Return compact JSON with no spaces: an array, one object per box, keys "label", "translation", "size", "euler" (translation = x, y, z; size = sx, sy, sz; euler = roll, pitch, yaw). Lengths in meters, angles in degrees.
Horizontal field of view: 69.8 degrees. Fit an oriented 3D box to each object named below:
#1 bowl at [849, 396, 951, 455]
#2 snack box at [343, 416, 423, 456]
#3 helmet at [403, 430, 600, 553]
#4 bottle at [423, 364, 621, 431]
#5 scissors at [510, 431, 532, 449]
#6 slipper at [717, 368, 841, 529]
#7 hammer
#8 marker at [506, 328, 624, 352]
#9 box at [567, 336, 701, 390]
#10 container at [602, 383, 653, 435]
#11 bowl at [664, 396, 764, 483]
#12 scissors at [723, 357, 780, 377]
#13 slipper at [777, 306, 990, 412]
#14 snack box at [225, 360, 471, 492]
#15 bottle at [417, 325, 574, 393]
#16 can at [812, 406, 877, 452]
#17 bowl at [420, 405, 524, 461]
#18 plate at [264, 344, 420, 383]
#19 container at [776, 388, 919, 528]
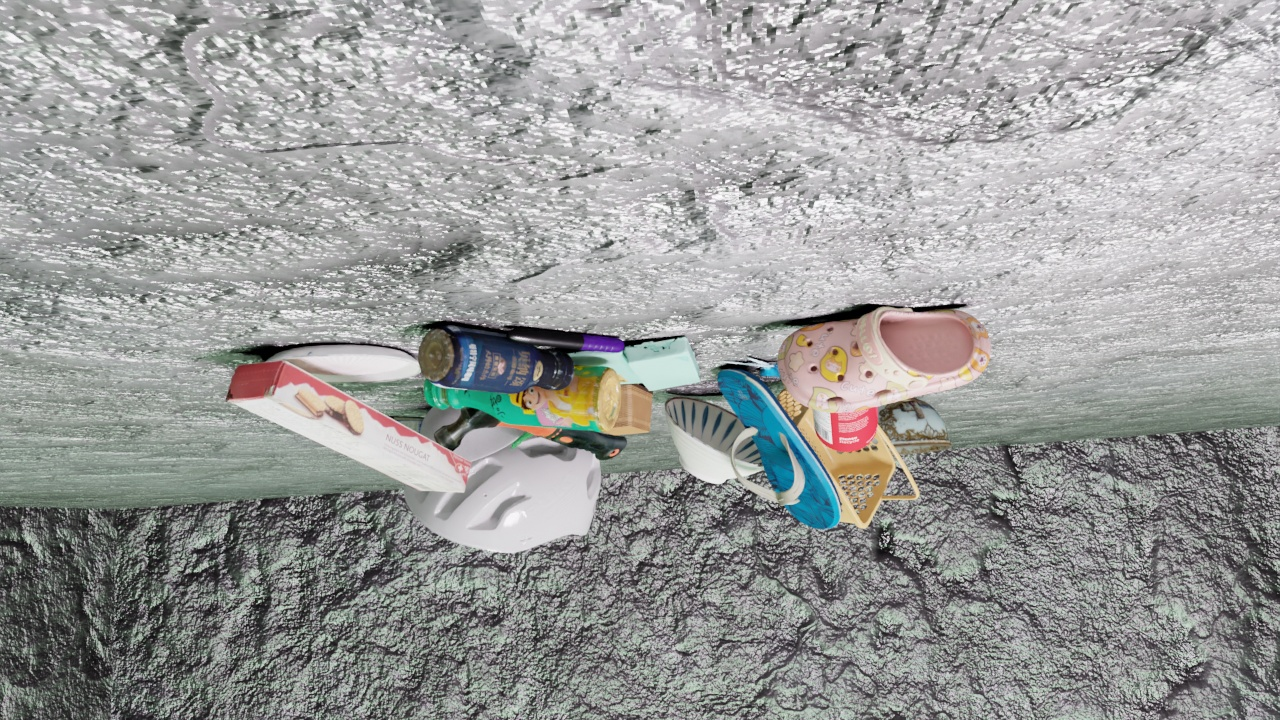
[{"label":"bowl","translation":[0.413,0.101,1.478],"size":[0.160,0.094,0.160],"euler":[-3,170,-1]},{"label":"snack box","translation":[-0.343,0.120,1.416],"size":[0.059,0.059,0.226],"euler":[-8,170,44]},{"label":"helmet","translation":[-0.193,0.167,1.303],"size":[0.281,0.184,0.224],"euler":[-14,-149,-28]},{"label":"bottle","translation":[-0.128,0.035,0.970],"size":[0.210,0.068,0.068],"euler":[3,172,19]},{"label":"scissors","translation":[-0.123,0.077,1.202],"size":[0.130,0.014,0.070],"euler":[-38,-179,-13]},{"label":"slipper","translation":[0.171,0.130,1.159],"size":[0.118,0.060,0.295],"euler":[8,139,48]},{"label":"hammer","translation":[-0.109,0.088,1.162],"size":[0.133,0.033,0.333],"euler":[-40,153,13]},{"label":"marker","translation":[-0.070,-0.019,0.871],"size":[0.133,0.015,0.018],"euler":[5,175,-40]},{"label":"box","translation":[-0.006,0.007,1.016],"size":[0.136,0.033,0.186],"euler":[-10,168,7]},{"label":"container","translation":[-0.024,0.062,1.200],"size":[0.063,0.061,0.114],"euler":[-7,169,15]},{"label":"bowl","translation":[0.102,0.126,1.302],"size":[0.177,0.071,0.177],"euler":[23,-162,-8]},{"label":"scissors","translation":[0.163,0.004,1.100],"size":[0.104,0.015,0.133],"euler":[-6,166,31]},{"label":"slipper","translation":[0.226,-0.008,0.857],"size":[0.197,0.093,0.081],"euler":[-7,159,11]},{"label":"snack box","translation":[-0.289,0.074,0.947],"size":[0.077,0.044,0.273],"euler":[-4,153,32]},{"label":"bottle","translation":[-0.129,0.003,0.855],"size":[0.056,0.056,0.160],"euler":[-12,167,38]},{"label":"can","translation":[0.234,0.044,1.051],"size":[0.074,0.074,0.143],"euler":[-6,146,11]},{"label":"bowl","translation":[-0.216,0.076,1.158],"size":[0.131,0.064,0.132],"euler":[-22,161,-8]},{"label":"plate","translation":[-0.298,0.004,0.918],"size":[0.157,0.014,0.157],"euler":[-4,169,-1]},{"label":"container","translation":[0.267,0.116,1.213],"size":[0.167,0.183,0.129],"euler":[-11,-147,51]}]
